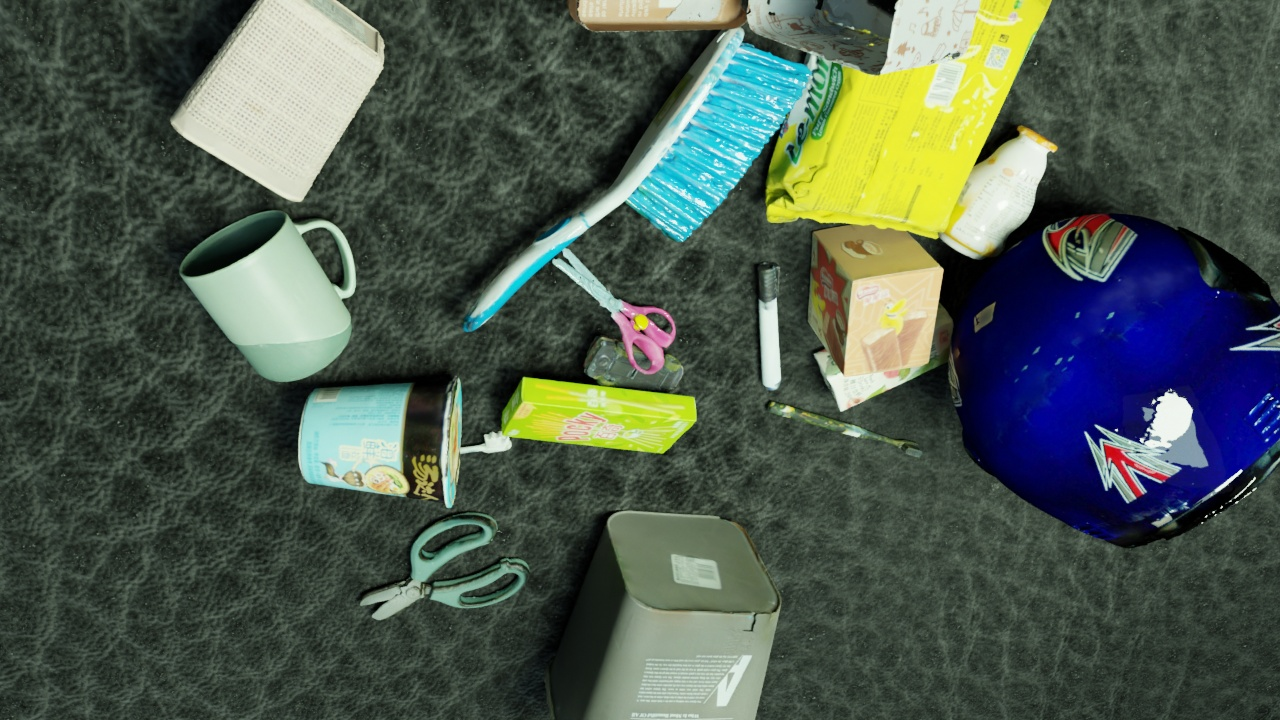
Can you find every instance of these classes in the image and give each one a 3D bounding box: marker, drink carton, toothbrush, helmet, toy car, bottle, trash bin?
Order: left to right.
[{"bbox_3d":[-0.207,0.084,0.825,0.180,0.016,0.016,-8,117,-8],"label":"toothbrush"},{"bbox_3d":[-0.005,0.005,0.806,0.090,0.035,0.042,17,120,-29],"label":"toy car"},{"bbox_3d":[0.026,0.286,0.915,0.199,0.198,0.220,7,116,-17],"label":"trash bin"},{"bbox_3d":[0.117,-0.029,0.823,0.022,0.018,0.131,-18,126,-12],"label":"marker"},{"bbox_3d":[0.205,0.069,0.908,0.185,0.017,0.012,17,114,-22],"label":"toothbrush"},{"bbox_3d":[0.227,-0.007,0.845,0.122,0.045,0.053,-27,131,7],"label":"drink carton"},{"bbox_3d":[0.297,-0.139,0.761,0.063,0.063,0.109,18,118,-23],"label":"bottle"},{"bbox_3d":[0.392,-0.004,0.768,0.314,0.240,0.248,-24,160,-52],"label":"helmet"}]

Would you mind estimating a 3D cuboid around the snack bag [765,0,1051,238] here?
[{"bbox_3d":[0.203,-0.208,0.692,0.158,0.068,0.247,6,121,-17],"label":"snack bag"}]

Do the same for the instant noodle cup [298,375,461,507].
[{"bbox_3d":[-0.214,0.066,0.762,0.120,0.111,0.111,2,123,-6],"label":"instant noodle cup"}]

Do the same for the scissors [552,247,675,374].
[{"bbox_3d":[-0.026,-0.040,0.761,0.137,0.072,0.017,36,147,-26],"label":"scissors"}]

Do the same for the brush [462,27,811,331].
[{"bbox_3d":[-0.009,-0.120,0.703,0.109,0.060,0.315,31,108,-22],"label":"brush"}]

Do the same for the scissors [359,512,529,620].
[{"bbox_3d":[-0.192,0.226,0.922,0.179,0.019,0.161,-39,124,12],"label":"scissors"}]

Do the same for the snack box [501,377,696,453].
[{"bbox_3d":[-0.038,0.050,0.811,0.156,0.026,0.086,8,152,-18],"label":"snack box"}]

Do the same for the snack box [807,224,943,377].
[{"bbox_3d":[0.194,-0.054,0.777,0.077,0.092,0.094,-9,125,-7],"label":"snack box"}]

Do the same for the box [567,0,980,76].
[{"bbox_3d":[0.088,-0.267,0.527,0.217,0.157,0.181,-9,126,-23],"label":"box"}]

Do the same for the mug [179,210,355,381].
[{"bbox_3d":[-0.263,-0.053,0.687,0.111,0.082,0.106,-42,129,-23],"label":"mug"}]

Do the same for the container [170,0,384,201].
[{"bbox_3d":[-0.229,-0.182,0.597,0.090,0.089,0.111,33,108,-29],"label":"container"}]
